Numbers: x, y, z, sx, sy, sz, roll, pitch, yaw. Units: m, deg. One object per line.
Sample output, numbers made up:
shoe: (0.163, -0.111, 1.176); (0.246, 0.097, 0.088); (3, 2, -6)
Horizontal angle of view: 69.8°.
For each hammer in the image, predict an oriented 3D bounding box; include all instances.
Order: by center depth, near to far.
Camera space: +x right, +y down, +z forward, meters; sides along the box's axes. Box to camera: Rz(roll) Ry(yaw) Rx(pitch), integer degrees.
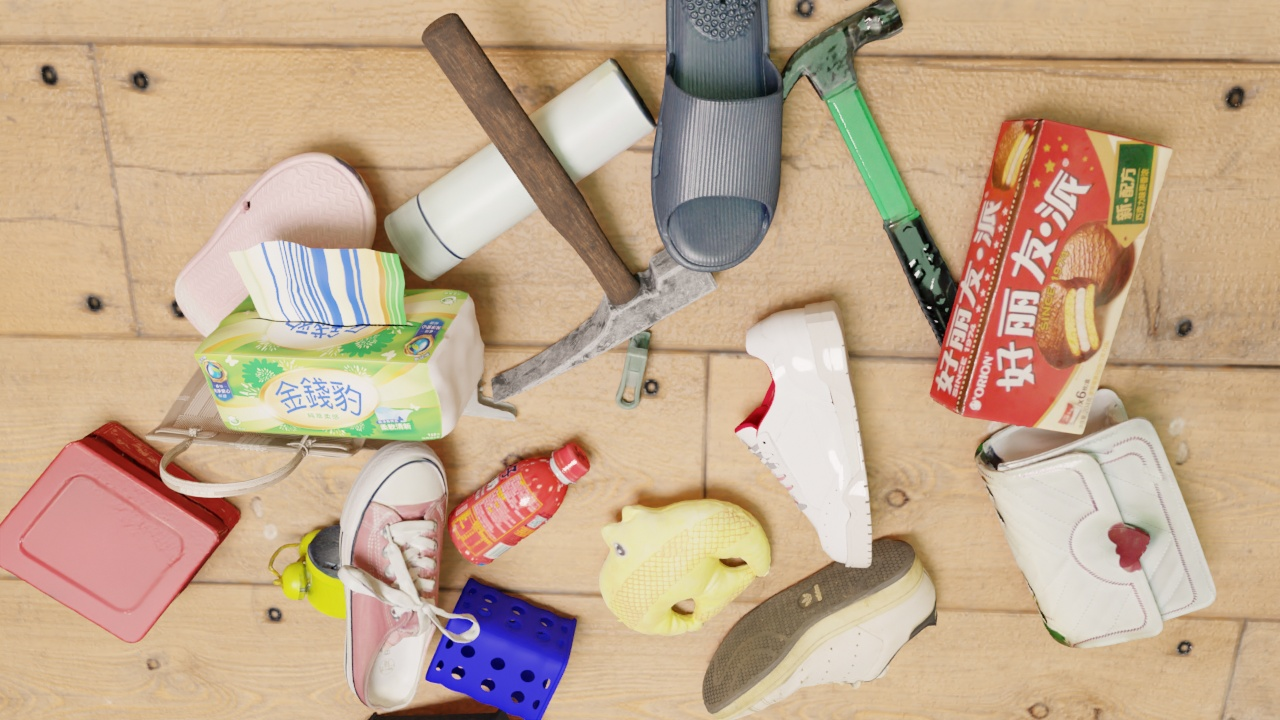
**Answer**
hammer: (-0.099, -0.110, 0.708); (0.218, 0.037, 0.300); (-29, 128, 9)
hammer: (0.212, -0.120, 0.757); (0.130, 0.032, 0.319); (-28, 105, 10)

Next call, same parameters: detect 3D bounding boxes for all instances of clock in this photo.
clock: (-0.281, 0.191, 0.849); (0.119, 0.083, 0.057); (15, 114, -5)

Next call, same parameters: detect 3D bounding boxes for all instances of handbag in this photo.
handbag: (-0.313, 0.066, 0.750); (0.175, 0.197, 0.062); (5, 107, 1)
handbag: (0.391, 0.142, 0.797); (0.142, 0.096, 0.198); (-27, 106, 11)

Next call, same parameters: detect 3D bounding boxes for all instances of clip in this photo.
clip: (-0.007, 0.013, 0.809); (0.023, 0.061, 0.076); (12, 123, 0)
clip: (-0.161, 0.028, 0.818); (0.101, 0.043, 0.054); (6, 120, 0)

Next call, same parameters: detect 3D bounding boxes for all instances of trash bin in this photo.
trash bin: (-0.202, 0.434, 0.862); (0.172, 0.139, 0.140); (-14, 107, 29)

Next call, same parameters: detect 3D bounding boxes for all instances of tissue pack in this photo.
tissue pack: (-0.231, -0.026, 0.701); (0.198, 0.120, 0.142); (-1, 125, 5)

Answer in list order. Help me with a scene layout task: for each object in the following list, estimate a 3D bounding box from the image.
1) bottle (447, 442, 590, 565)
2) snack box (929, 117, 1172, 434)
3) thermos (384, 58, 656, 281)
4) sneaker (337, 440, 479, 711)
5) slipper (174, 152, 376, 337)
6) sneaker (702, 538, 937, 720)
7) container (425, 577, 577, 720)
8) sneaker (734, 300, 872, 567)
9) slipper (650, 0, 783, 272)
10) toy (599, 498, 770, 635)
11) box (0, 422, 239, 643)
bottle: (-0.107, 0.125, 0.831); (0.138, 0.062, 0.062); (-36, 102, 12)
snack box: (0.323, -0.066, 0.735); (0.113, 0.060, 0.236); (10, 102, -10)
thermos: (-0.099, -0.151, 0.742); (0.230, 0.067, 0.068); (-32, 103, 12)
sneaker: (-0.203, 0.191, 0.782); (0.118, 0.088, 0.241); (2, 97, -34)
slipper: (-0.308, -0.087, 0.777); (0.222, 0.055, 0.107); (-33, 104, 22)
sneaker: (0.173, 0.268, 0.857); (0.242, 0.088, 0.102); (-36, 110, 8)
container: (-0.131, 0.273, 0.866); (0.113, 0.085, 0.084); (24, 106, -4)
sneaker: (0.138, 0.071, 0.794); (0.104, 0.090, 0.237); (-9, 108, 14)
slipper: (0.064, -0.199, 0.680); (0.101, 0.082, 0.263); (0, 91, -10)
toy: (0.031, 0.188, 0.846); (0.155, 0.064, 0.171); (38, 112, -22)
box: (-0.470, 0.154, 0.826); (0.157, 0.127, 0.137); (37, 100, -9)
